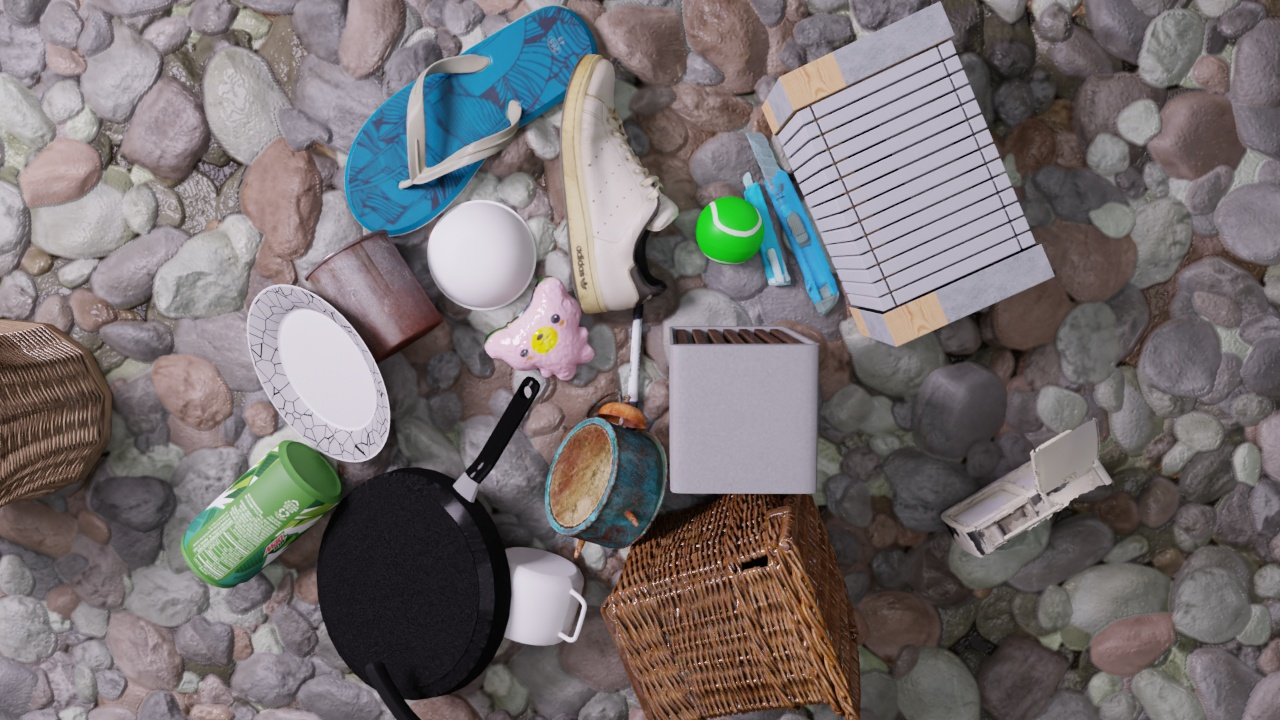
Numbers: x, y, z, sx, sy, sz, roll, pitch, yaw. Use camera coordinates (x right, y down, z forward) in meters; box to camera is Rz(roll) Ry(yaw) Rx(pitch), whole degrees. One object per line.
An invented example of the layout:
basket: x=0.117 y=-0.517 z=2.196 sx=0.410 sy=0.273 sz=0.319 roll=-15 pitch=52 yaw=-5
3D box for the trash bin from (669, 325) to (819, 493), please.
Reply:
trash bin: x=0.083 y=0.034 z=0.813 sx=0.114 sy=0.228 sz=0.114 roll=0 pitch=96 yaw=2

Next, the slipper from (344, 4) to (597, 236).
slipper: x=-0.173 y=-0.237 z=0.880 sx=0.295 sy=0.060 sz=0.118 roll=-36 pitch=91 yaw=5

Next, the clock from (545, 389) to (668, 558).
clock: x=-0.030 y=0.103 z=0.882 sx=0.073 sy=0.157 sz=0.122 roll=23 pitch=139 yaw=-33

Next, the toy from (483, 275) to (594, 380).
toy: x=-0.093 y=-0.021 z=0.904 sx=0.102 sy=0.050 sz=0.093 roll=-43 pitch=98 yaw=9

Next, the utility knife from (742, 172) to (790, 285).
utility knife: x=0.123 y=-0.129 z=0.903 sx=0.022 sy=0.015 sz=0.117 roll=-16 pitch=93 yaw=-3

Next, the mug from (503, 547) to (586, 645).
mug: x=-0.099 y=0.234 z=0.903 sx=0.116 sy=0.094 sz=0.068 roll=19 pitch=96 yaw=37

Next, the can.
can: x=-0.378 y=0.154 z=0.916 sx=0.144 sy=0.083 sz=0.083 roll=-41 pitch=93 yaw=6

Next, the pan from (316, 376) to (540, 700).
pan: x=-0.195 y=0.164 z=0.885 sx=0.225 sy=0.034 sz=0.357 roll=37 pitch=104 yaw=22

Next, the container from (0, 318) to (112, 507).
container: x=-0.643 y=0.059 z=0.858 sx=0.227 sy=0.196 sz=0.227 roll=0 pitch=96 yaw=2

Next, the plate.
plate: x=-0.308 y=0.012 z=0.889 sx=0.189 sy=0.016 sz=0.189 roll=16 pitch=123 yaw=26

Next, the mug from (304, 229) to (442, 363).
mug: x=-0.267 y=-0.052 z=0.894 sx=0.123 sy=0.096 sz=0.110 roll=-29 pitch=91 yaw=36

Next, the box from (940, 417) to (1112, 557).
box: x=0.358 y=0.121 z=0.844 sx=0.145 sy=0.186 sz=0.065 roll=-31 pitch=69 yaw=0

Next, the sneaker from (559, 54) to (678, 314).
sneaker: x=-0.016 y=-0.164 z=0.863 sx=0.102 sy=0.088 sz=0.242 roll=0 pitch=102 yaw=9

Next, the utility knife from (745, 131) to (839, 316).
utility knife: x=0.150 y=-0.136 z=0.901 sx=0.031 sy=0.015 sz=0.196 roll=-26 pitch=93 yaw=0

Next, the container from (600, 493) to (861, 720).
container: x=0.084 y=0.214 z=0.837 sx=0.183 sy=0.249 sz=0.162 roll=-21 pitch=95 yaw=14

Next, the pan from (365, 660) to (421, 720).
pan: x=-0.150 y=0.417 z=0.895 sx=0.209 sy=0.067 sz=0.356 roll=-23 pitch=104 yaw=30

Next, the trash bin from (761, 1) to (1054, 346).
trash bin: x=0.232 y=-0.158 z=0.831 sx=0.142 sy=0.142 sz=0.247 roll=-24 pitch=95 yaw=4

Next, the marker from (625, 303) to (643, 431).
marker: x=-0.005 y=0.005 z=0.923 sx=0.011 sy=0.011 sz=0.152 roll=4 pitch=96 yaw=1

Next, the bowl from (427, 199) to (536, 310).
bowl: x=-0.160 y=-0.104 z=0.902 sx=0.110 sy=0.040 sz=0.110 roll=0 pitch=96 yaw=2

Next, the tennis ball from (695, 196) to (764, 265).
tennis ball: x=0.086 y=-0.124 z=0.879 sx=0.065 sy=0.065 sz=0.065 roll=0 pitch=96 yaw=2
